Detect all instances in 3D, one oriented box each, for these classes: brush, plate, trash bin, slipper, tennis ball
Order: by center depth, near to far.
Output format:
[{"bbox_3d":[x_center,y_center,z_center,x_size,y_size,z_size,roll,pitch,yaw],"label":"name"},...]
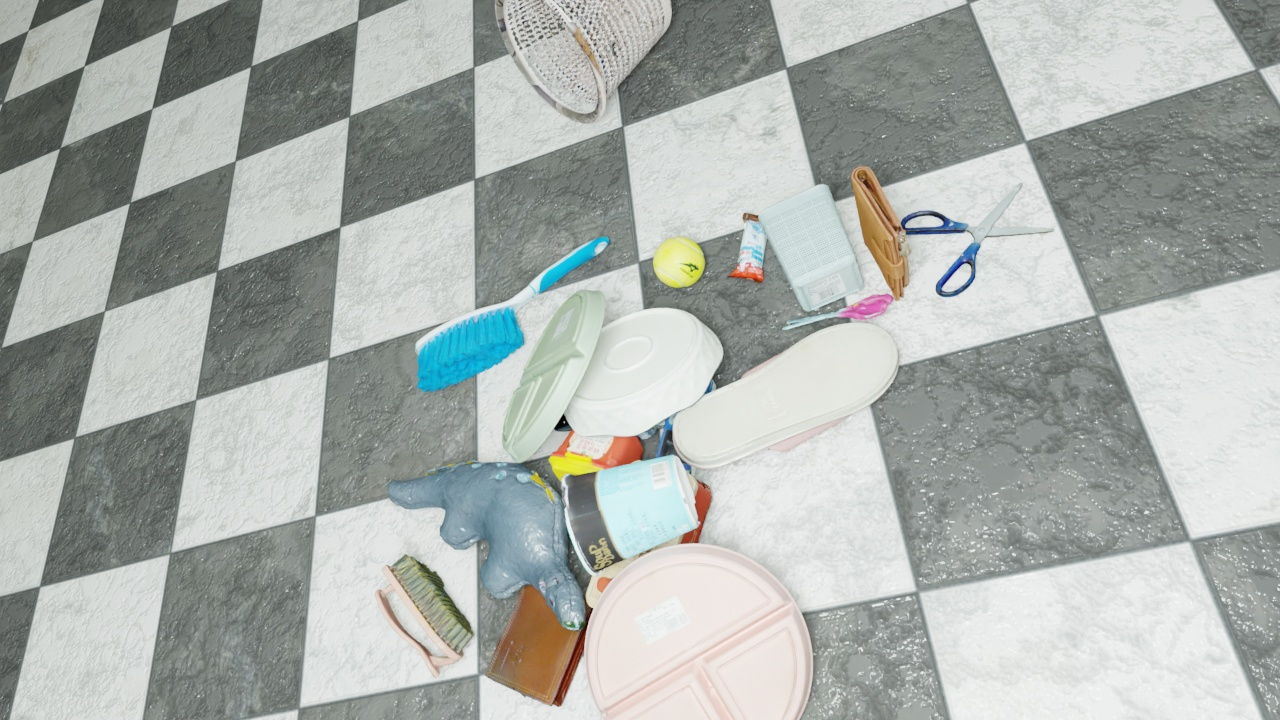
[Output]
[{"bbox_3d":[0.054,0.298,0.906,0.230,0.028,0.229,-1,87,10],"label":"plate"},{"bbox_3d":[0.164,0.044,1.034,0.274,0.054,0.114,-27,60,-3],"label":"slipper"},{"bbox_3d":[-0.254,0.301,1.080,0.073,0.063,0.145,-43,57,-7],"label":"brush"},{"bbox_3d":[-0.006,0.006,1.088,0.205,0.045,0.204,-19,34,13],"label":"plate"},{"bbox_3d":[-0.109,0.014,1.101,0.231,0.027,0.229,-53,20,29],"label":"plate"},{"bbox_3d":[0.049,-0.125,1.170,0.066,0.065,0.065,-10,60,19],"label":"tennis ball"},{"bbox_3d":[-0.173,-0.065,1.248,0.315,0.060,0.109,-24,53,7],"label":"brush"},{"bbox_3d":[-0.069,-0.497,1.348,0.191,0.228,0.227,-43,54,-18],"label":"trash bin"}]

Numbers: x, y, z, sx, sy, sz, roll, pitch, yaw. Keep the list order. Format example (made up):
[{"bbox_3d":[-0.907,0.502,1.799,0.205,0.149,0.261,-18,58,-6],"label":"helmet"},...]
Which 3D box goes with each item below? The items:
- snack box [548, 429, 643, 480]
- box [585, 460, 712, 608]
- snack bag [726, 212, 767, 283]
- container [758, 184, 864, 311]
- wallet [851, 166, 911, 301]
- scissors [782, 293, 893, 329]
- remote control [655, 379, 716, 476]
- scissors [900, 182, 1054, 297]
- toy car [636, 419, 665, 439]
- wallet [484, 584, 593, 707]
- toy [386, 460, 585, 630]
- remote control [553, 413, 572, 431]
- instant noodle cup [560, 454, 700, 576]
[{"bbox_3d":[-0.049,0.114,1.080,0.091,0.082,0.080,11,59,29],"label":"snack box"},{"bbox_3d":[0.013,0.204,1.014,0.091,0.077,0.168,12,76,28],"label":"box"},{"bbox_3d":[0.142,-0.143,1.162,0.048,0.026,0.104,11,69,15],"label":"snack bag"},{"bbox_3d":[0.206,-0.130,1.090,0.090,0.090,0.111,-23,59,11],"label":"container"},{"bbox_3d":[0.274,-0.142,1.039,0.031,0.132,0.107,-23,58,8],"label":"wallet"},{"bbox_3d":[0.232,-0.058,1.074,0.138,0.017,0.093,-8,18,41],"label":"scissors"},{"bbox_3d":[0.054,0.078,1.085,0.049,0.024,0.124,5,65,26],"label":"remote control"},{"bbox_3d":[0.382,-0.145,1.065,0.162,0.012,0.175,25,75,32],"label":"scissors"},{"bbox_3d":[0.013,0.050,1.102,0.043,0.034,0.090,-29,40,62],"label":"toy car"},{"bbox_3d":[-0.112,0.313,1.030,0.101,0.032,0.124,10,68,31],"label":"wallet"},{"bbox_3d":[-0.160,0.190,1.072,0.357,0.091,0.137,27,66,39],"label":"toy"},{"bbox_3d":[-0.049,0.051,1.138,0.136,0.024,0.053,-30,33,14],"label":"remote control"},{"bbox_3d":[-0.006,0.152,0.944,0.120,0.111,0.111,-19,58,7],"label":"instant noodle cup"}]
